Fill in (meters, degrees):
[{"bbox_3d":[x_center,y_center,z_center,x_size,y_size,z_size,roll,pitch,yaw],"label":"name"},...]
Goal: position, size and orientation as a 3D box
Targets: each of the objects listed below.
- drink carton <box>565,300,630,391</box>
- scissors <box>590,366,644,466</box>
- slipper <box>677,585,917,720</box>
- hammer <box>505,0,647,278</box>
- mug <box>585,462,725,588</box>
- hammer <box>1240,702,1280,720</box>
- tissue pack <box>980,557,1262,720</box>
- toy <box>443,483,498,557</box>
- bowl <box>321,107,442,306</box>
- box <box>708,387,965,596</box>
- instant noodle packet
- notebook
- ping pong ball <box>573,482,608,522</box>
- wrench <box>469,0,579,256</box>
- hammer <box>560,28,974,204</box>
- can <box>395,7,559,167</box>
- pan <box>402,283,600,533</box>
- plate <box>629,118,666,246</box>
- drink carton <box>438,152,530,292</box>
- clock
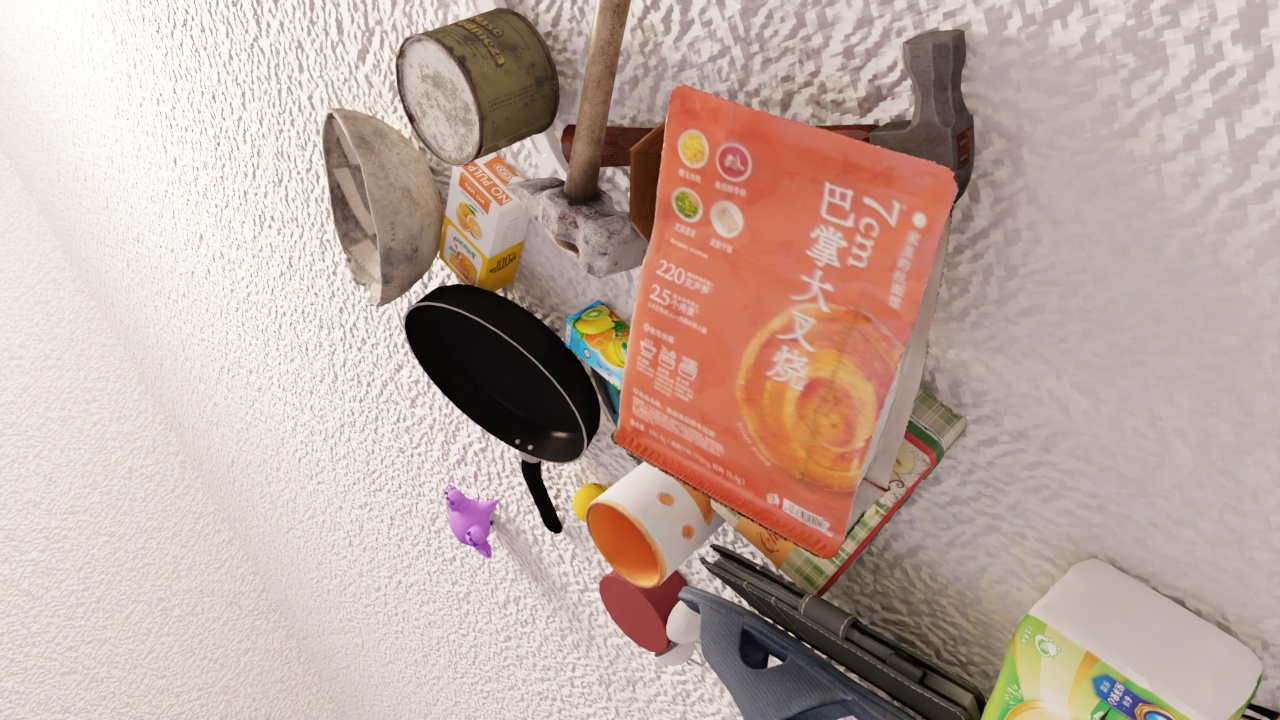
[{"bbox_3d":[-0.004,0.004,0.726,0.129,0.044,0.039,39,143,25],"label":"drink carton"},{"bbox_3d":[-0.010,0.058,0.796,0.144,0.019,0.126,56,164,22],"label":"scissors"},{"bbox_3d":[0.131,0.276,0.735,0.264,0.082,0.101,27,169,29],"label":"slipper"},{"bbox_3d":[-0.019,-0.202,0.543,0.121,0.048,0.320,42,136,31],"label":"hammer"},{"bbox_3d":[0.021,0.118,0.736,0.082,0.105,0.082,31,140,31],"label":"mug"},{"bbox_3d":[0.312,0.290,0.598,0.123,0.036,0.322,54,144,6],"label":"hammer"},{"bbox_3d":[0.237,0.232,0.513,0.120,0.141,0.198,27,128,43],"label":"tissue pack"},{"bbox_3d":[-0.205,0.196,1.120,0.106,0.055,0.088,57,151,15],"label":"toy"},{"bbox_3d":[-0.226,-0.142,0.830,0.178,0.081,0.179,42,142,46],"label":"bowl"},{"bbox_3d":[0.124,0.074,0.627,0.117,0.050,0.206,43,145,18],"label":"box"},{"bbox_3d":[0.070,-0.024,0.502,0.164,0.083,0.221,27,133,30],"label":"instant noodle packet"},{"bbox_3d":[0.152,0.208,0.670,0.209,0.029,0.169,22,161,34],"label":"notebook"},{"bbox_3d":[-0.045,0.139,0.891,0.040,0.040,0.040,31,139,31],"label":"ping pong ball"},{"bbox_3d":[-0.089,-0.205,0.675,0.066,0.018,0.273,0,117,51],"label":"wrench"},{"bbox_3d":[0.055,-0.129,0.556,0.301,0.028,0.111,14,128,44],"label":"hammer"},{"bbox_3d":[-0.112,-0.189,0.636,0.090,0.074,0.090,30,138,32],"label":"can"},{"bbox_3d":[-0.113,0.062,0.892,0.204,0.044,0.356,21,147,27],"label":"pan"},{"bbox_3d":[0.051,-0.088,0.533,0.131,0.025,0.131,27,140,24],"label":"plate"},{"bbox_3d":[-0.132,-0.116,0.780,0.058,0.040,0.123,45,145,14],"label":"drink carton"},{"bbox_3d":[0.016,0.243,0.898,0.137,0.048,0.096,39,143,22],"label":"clock"}]
